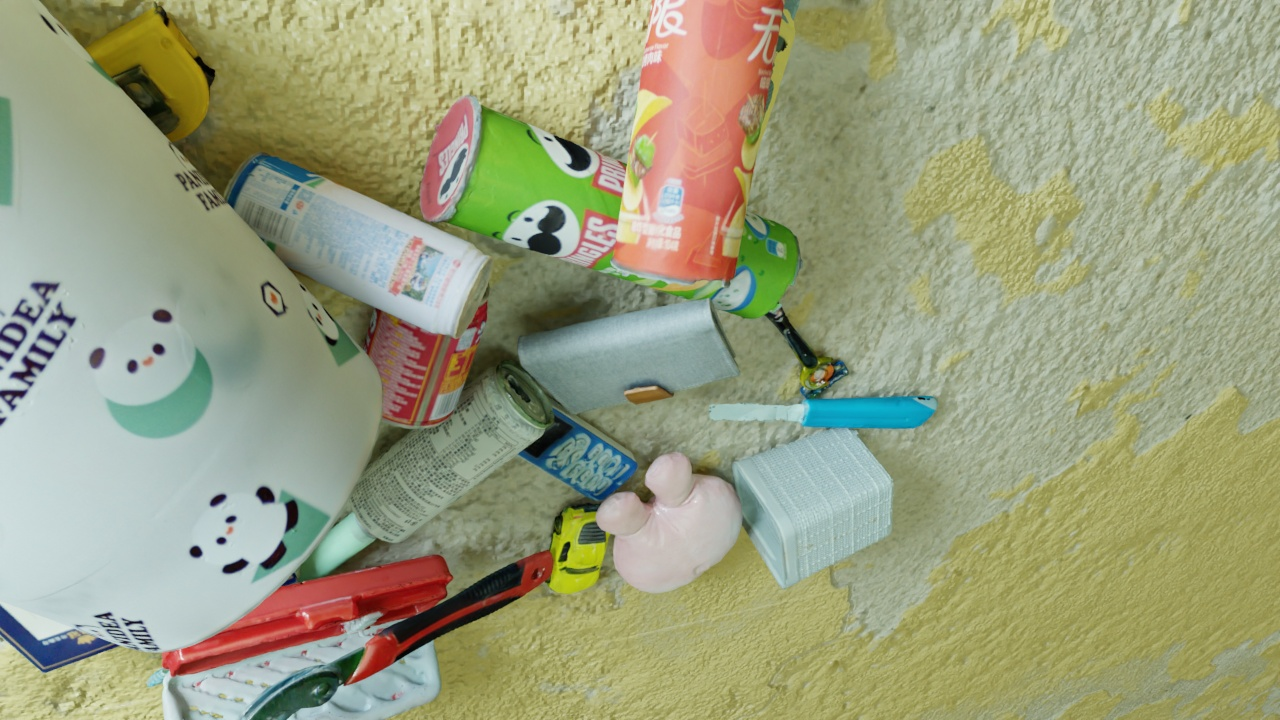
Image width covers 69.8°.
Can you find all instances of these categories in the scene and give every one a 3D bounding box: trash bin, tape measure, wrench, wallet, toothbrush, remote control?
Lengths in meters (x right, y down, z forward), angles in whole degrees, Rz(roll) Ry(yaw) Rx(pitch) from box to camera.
[{"bbox_3d":[-0.263,-0.012,0.394,0.230,0.229,0.252,-34,129,6],"label":"trash bin"},{"bbox_3d":[-0.242,-0.134,0.449,0.060,0.029,0.057,-29,133,2],"label":"tape measure"},{"bbox_3d":[-0.172,0.209,0.677,0.272,0.016,0.056,-25,126,-37],"label":"wrench"},{"bbox_3d":[-0.004,0.004,0.620,0.130,0.037,0.106,-12,152,13],"label":"wallet"},{"bbox_3d":[-0.286,0.182,0.693,0.225,0.026,0.027,-36,172,9],"label":"toothbrush"},{"bbox_3d":[-0.058,0.063,0.691,0.049,0.024,0.125,-43,127,14],"label":"remote control"}]

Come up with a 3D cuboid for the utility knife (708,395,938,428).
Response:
[{"bbox_3d":[0.153,0.042,0.757,0.234,0.018,0.034,2,132,-29],"label":"utility knife"}]

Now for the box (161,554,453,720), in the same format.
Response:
[{"bbox_3d":[-0.232,0.220,0.668,0.201,0.100,0.110,-5,152,-39],"label":"box"}]

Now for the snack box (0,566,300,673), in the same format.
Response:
[{"bbox_3d":[-0.343,0.108,0.594,0.178,0.045,0.183,-19,132,-9],"label":"snack box"}]

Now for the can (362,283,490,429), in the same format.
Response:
[{"bbox_3d":[-0.135,-0.013,0.568,0.066,0.066,0.094,8,124,-28],"label":"can"}]

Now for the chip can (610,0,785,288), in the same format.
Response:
[{"bbox_3d":[0.033,-0.149,0.476,0.073,0.073,0.217,3,106,-25],"label":"chip can"}]

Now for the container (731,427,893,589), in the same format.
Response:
[{"bbox_3d":[0.150,0.121,0.786,0.111,0.090,0.090,-21,133,-10],"label":"container"}]

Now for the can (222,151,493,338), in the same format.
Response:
[{"bbox_3d":[-0.150,-0.060,0.492,0.134,0.053,0.053,24,119,-2],"label":"can"}]

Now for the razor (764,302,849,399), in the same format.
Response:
[{"bbox_3d":[0.121,-0.013,0.706,0.043,0.022,0.143,-37,132,7],"label":"razor"}]

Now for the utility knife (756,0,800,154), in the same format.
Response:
[{"bbox_3d":[0.065,-0.154,0.531,0.031,0.021,0.201,12,94,-43],"label":"utility knife"}]

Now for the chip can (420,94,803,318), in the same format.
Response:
[{"bbox_3d":[-0.010,-0.085,0.559,0.235,0.072,0.072,15,120,-32],"label":"chip can"}]

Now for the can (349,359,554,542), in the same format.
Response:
[{"bbox_3d":[-0.131,0.064,0.631,0.147,0.058,0.058,-38,132,15],"label":"can"}]

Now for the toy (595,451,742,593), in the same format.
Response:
[{"bbox_3d":[0.025,0.133,0.761,0.121,0.054,0.159,-37,138,-5],"label":"toy"}]

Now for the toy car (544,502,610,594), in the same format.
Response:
[{"bbox_3d":[-0.051,0.163,0.772,0.048,0.032,0.105,-1,129,-22],"label":"toy car"}]
